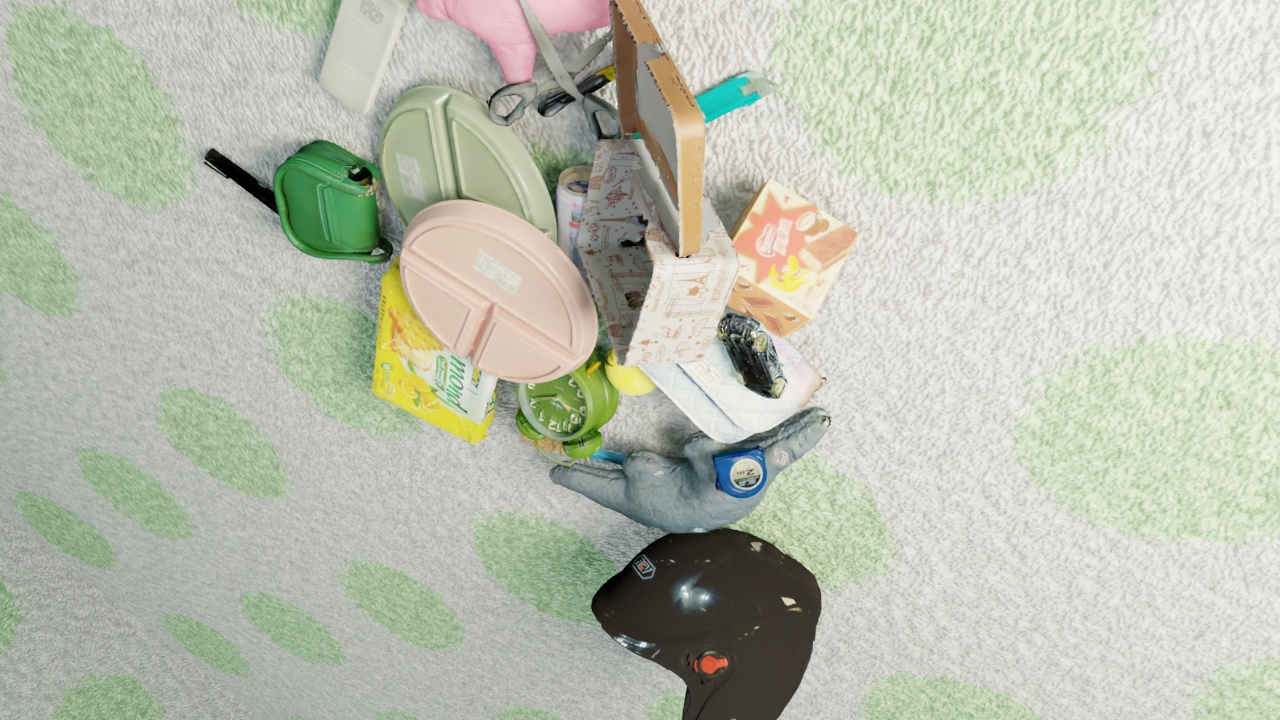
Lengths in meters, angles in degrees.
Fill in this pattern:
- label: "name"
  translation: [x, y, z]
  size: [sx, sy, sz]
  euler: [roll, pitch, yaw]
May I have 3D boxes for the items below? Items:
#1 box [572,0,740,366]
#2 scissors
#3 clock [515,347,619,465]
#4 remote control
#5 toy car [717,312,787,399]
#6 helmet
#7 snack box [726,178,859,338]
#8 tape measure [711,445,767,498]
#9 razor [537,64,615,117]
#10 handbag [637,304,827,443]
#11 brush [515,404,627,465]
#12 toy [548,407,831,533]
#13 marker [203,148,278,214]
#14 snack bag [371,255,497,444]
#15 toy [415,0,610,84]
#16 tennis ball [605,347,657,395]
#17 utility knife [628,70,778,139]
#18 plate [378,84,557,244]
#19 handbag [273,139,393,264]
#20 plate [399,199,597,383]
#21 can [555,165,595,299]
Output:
- label: "box"
  translation: [0.017, -0.139, 0.752]
  size: [0.088, 0.177, 0.263]
  euler: [-6, 140, -19]
- label: "scissors"
  translation: [-0.071, -0.244, 0.791]
  size: [0.160, 0.014, 0.177]
  euler: [-5, 150, 18]
- label: "clock"
  translation: [-0.090, 0.051, 1.069]
  size: [0.116, 0.056, 0.161]
  euler: [22, 121, 23]
- label: "remote control"
  translation: [-0.268, -0.307, 0.885]
  size: [0.058, 0.021, 0.150]
  euler: [36, 137, -7]
- label: "toy car"
  translation: [0.107, -0.005, 0.857]
  size: [0.049, 0.031, 0.106]
  euler: [20, 150, 40]
- label: "helmet"
  translation: [0.084, 0.312, 1.115]
  size: [0.274, 0.230, 0.233]
  euler: [32, -176, -21]
- label: "snack box"
  translation: [0.121, -0.088, 0.812]
  size: [0.094, 0.092, 0.077]
  euler: [32, 166, -3]
- label: "tape measure"
  translation: [0.107, 0.119, 0.981]
  size: [0.058, 0.025, 0.054]
  euler: [-10, 105, 1]
- label: "razor"
  translation: [-0.038, -0.247, 0.818]
  size: [0.143, 0.022, 0.042]
  euler: [-12, 149, 37]
- label: "handbag"
  translation: [0.077, -0.007, 0.936]
  size: [0.194, 0.075, 0.134]
  euler: [44, 122, -16]
- label: "brush"
  translation: [-0.041, 0.116, 1.153]
  size: [0.254, 0.045, 0.083]
  euler: [23, 133, 1]
- label: "toy"
  translation: [0.065, 0.137, 1.068]
  size: [0.357, 0.091, 0.138]
  euler: [-17, 116, 27]
- label: "marker"
  translation: [-0.455, -0.202, 1.084]
  size: [0.132, 0.022, 0.020]
  euler: [37, 173, -7]
- label: "snack bag"
  translation: [-0.237, -0.013, 1.110]
  size: [0.158, 0.068, 0.247]
  euler: [26, 136, 4]
- label: "toy"
  translation: [-0.096, -0.308, 0.757]
  size: [0.178, 0.074, 0.195]
  euler: [21, 141, -5]
- label: "tennis ball"
  translation: [-0.006, 0.006, 1.006]
  size: [0.065, 0.065, 0.066]
  euler: [15, 135, 15]
- label: "utility knife"
  translation: [0.036, -0.211, 0.818]
  size: [0.194, 0.013, 0.029]
  euler: [-18, 120, 39]
- label: "plate"
  translation: [-0.182, -0.165, 0.934]
  size: [0.230, 0.027, 0.231]
  euler: [24, 137, 24]
- label: "handbag"
  translation: [-0.335, -0.170, 1.013]
  size: [0.120, 0.067, 0.132]
  euler: [20, 135, 14]
- label: "plate"
  translation: [-0.153, -0.061, 0.950]
  size: [0.230, 0.028, 0.230]
  euler: [16, 136, 16]
- label: "can"
  translation: [-0.059, -0.125, 0.920]
  size: [0.053, 0.053, 0.135]
  euler: [19, 136, 11]
